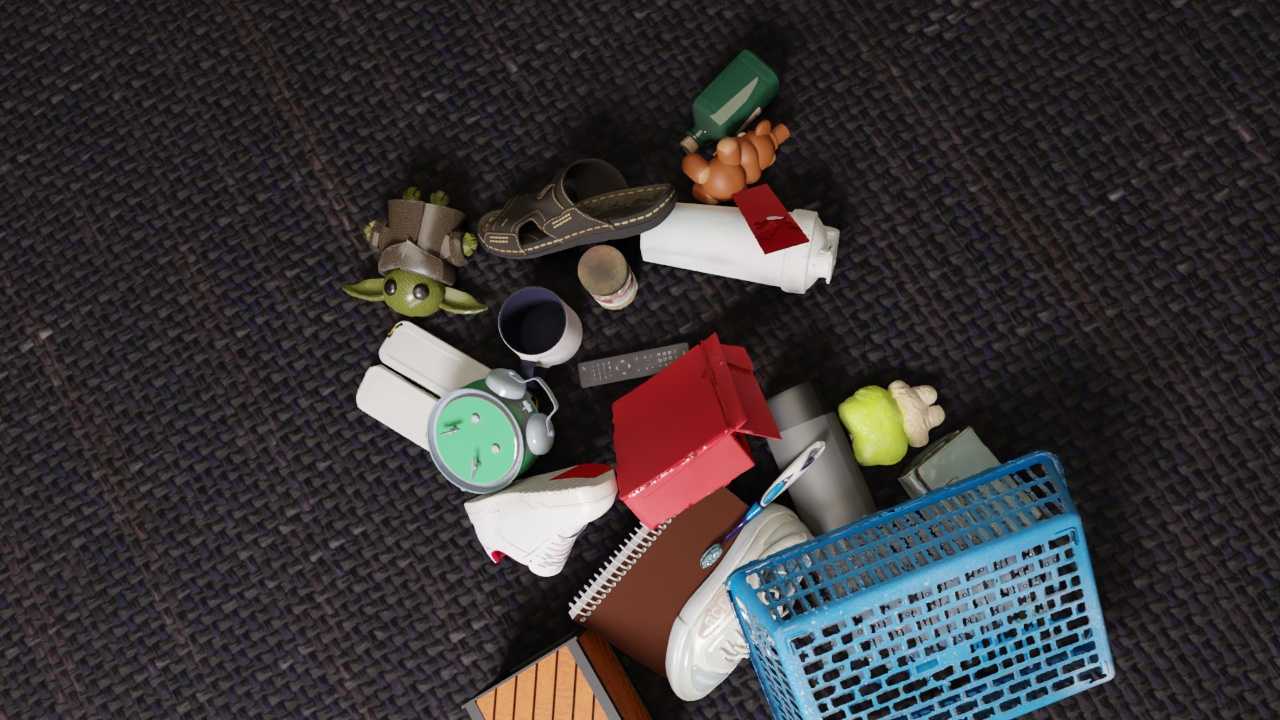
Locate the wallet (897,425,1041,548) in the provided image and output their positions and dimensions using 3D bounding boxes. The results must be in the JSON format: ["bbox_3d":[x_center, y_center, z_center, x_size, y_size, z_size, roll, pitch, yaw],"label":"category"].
[{"bbox_3d":[0.363,0.149,1.013,0.100,0.054,0.131,-40,85,2],"label":"wallet"}]

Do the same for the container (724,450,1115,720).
[{"bbox_3d":[0.294,0.273,0.920,0.362,0.089,0.257,-22,110,0],"label":"container"}]

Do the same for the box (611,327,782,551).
[{"bbox_3d":[0.045,0.074,0.976,0.153,0.214,0.165,6,116,-7],"label":"box"}]

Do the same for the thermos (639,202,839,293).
[{"bbox_3d":[0.115,-0.138,1.057,0.220,0.099,0.099,10,85,12],"label":"thermos"}]

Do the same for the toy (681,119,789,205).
[{"bbox_3d":[0.115,-0.237,1.073,0.127,0.095,0.065,-40,56,-11],"label":"toy"}]

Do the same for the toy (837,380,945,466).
[{"bbox_3d":[0.284,0.067,1.033,0.115,0.046,0.092,-21,82,-3],"label":"toy"}]

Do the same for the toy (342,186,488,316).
[{"bbox_3d":[-0.267,-0.129,1.107,0.179,0.078,0.152,9,88,5],"label":"toy"}]

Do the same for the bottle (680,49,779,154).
[{"bbox_3d":[0.100,-0.297,1.089,0.061,0.061,0.131,44,90,12],"label":"bottle"}]

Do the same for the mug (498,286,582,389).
[{"bbox_3d":[-0.117,-0.022,1.067,0.079,0.097,0.112,10,85,8],"label":"mug"}]

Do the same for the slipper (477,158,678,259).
[{"bbox_3d":[-0.084,-0.177,1.046,0.268,0.112,0.076,-4,124,30],"label":"slipper"}]

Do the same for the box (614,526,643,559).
[{"bbox_3d":[0.036,0.179,1.038,0.042,0.083,0.187,42,88,6],"label":"box"}]

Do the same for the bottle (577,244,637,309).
[{"bbox_3d":[-0.036,-0.095,1.061,0.056,0.105,0.056,-1,83,7],"label":"bottle"}]

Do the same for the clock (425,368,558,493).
[{"bbox_3d":[-0.162,0.075,1.031,0.162,0.075,0.122,-34,90,24],"label":"clock"}]

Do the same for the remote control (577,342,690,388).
[{"bbox_3d":[-0.006,0.006,1.091,0.136,0.015,0.032,-11,82,8],"label":"remote control"}]

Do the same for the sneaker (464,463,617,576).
[{"bbox_3d":[-0.098,0.181,1.001,0.237,0.090,0.104,-18,93,44],"label":"sneaker"}]

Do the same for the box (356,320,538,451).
[{"bbox_3d":[-0.237,0.050,1.112,0.209,0.036,0.129,30,91,9],"label":"box"}]

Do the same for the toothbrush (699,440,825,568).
[{"bbox_3d":[0.130,0.154,0.979,0.016,0.017,0.189,43,96,-1],"label":"toothbrush"}]

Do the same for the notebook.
[{"bbox_3d":[0.044,0.234,1.006,0.209,0.022,0.171,-49,120,0],"label":"notebook"}]

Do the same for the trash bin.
[{"bbox_3d":[-0.072,0.398,0.991,0.140,0.139,0.171,-32,81,2],"label":"trash bin"}]

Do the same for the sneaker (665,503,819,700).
[{"bbox_3d":[0.111,0.275,0.986,0.089,0.091,0.242,27,97,-31],"label":"sneaker"}]

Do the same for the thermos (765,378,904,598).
[{"bbox_3d":[0.208,0.145,1.014,0.082,0.082,0.240,-23,81,4],"label":"thermos"}]
